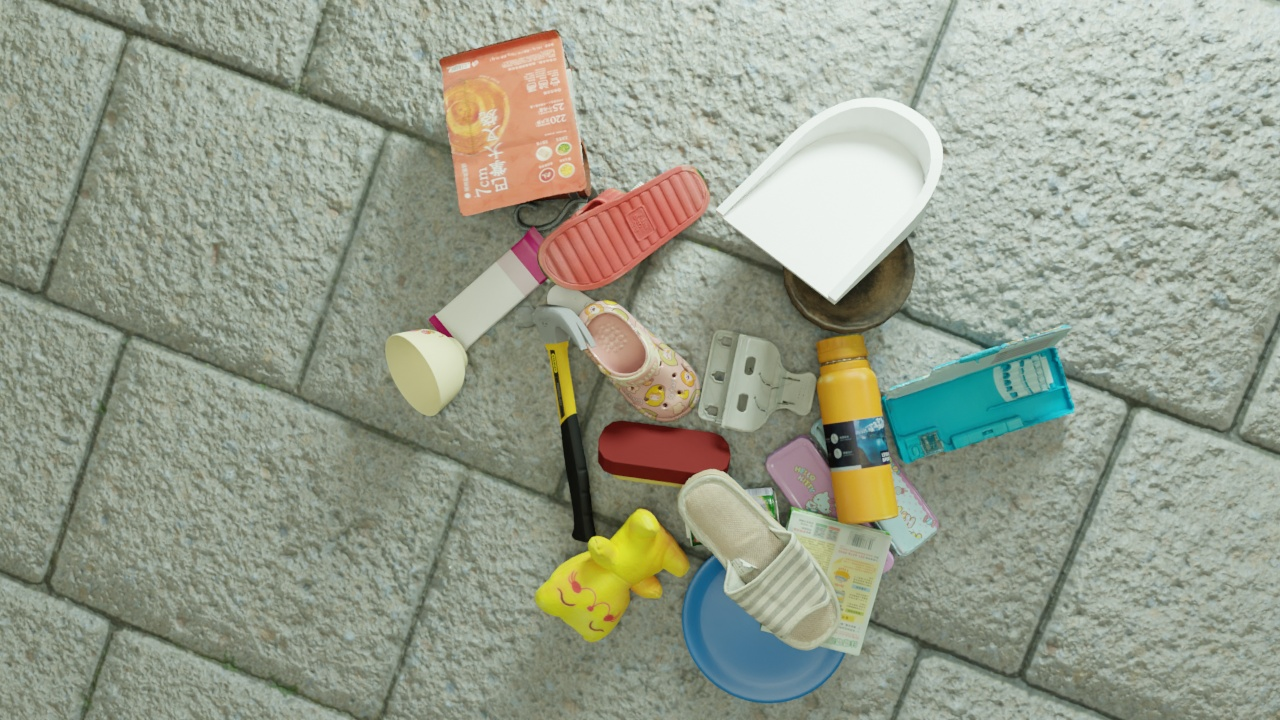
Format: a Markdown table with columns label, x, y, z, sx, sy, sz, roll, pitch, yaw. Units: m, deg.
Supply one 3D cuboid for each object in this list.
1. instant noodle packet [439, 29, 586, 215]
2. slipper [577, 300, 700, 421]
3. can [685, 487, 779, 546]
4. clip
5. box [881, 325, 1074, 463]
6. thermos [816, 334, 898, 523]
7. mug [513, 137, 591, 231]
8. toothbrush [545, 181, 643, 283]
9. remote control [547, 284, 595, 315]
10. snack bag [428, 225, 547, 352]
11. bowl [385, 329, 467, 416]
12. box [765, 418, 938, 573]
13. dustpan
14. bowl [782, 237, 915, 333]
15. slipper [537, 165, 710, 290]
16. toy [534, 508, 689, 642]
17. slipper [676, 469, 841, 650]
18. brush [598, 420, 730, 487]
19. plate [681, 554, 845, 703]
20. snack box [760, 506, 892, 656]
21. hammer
| label | x | y | z | sx | sy | sz | roll | pitch | yaw |
| --- | --- | --- | --- | --- | --- | --- | --- | --- | --- |
| instant noodle packet | -0.159 | -0.291 | 1.156 | 0.164 | 0.084 | 0.220 | -12 | 65 | 4 |
| slipper | -0.007 | 0.007 | 1.195 | 0.197 | 0.081 | 0.093 | 43 | 99 | -8 |
| can | 0.120 | 0.206 | 1.209 | 0.121 | 0.067 | 0.067 | -6 | 92 | 4 |
| clip | 0.155 | 0.033 | 1.194 | 0.152 | 0.105 | 0.126 | 13 | 96 | 14 |
| box | 0.426 | 0.032 | 1.170 | 0.227 | 0.086 | 0.168 | -18 | 126 | 5 |
| thermos | 0.273 | 0.086 | 1.169 | 0.076 | 0.091 | 0.232 | -10 | 84 | 19 |
| mug | -0.125 | -0.230 | 1.211 | 0.111 | 0.081 | 0.117 | -7 | 116 | 8 |
| toothbrush | -0.061 | -0.171 | 1.234 | 0.187 | 0.012 | 0.017 | -43 | 76 | 5 |
| remote control | -0.065 | -0.057 | 1.239 | 0.136 | 0.013 | 0.043 | 33 | 95 | 2 |
| snack bag | -0.195 | -0.091 | 1.242 | 0.197 | 0.016 | 0.070 | -40 | 89 | 10 |
| bowl | -0.274 | 0.005 | 1.223 | 0.073 | 0.118 | 0.118 | -32 | 90 | -37 |
| box | 0.280 | 0.177 | 1.212 | 0.151 | 0.040 | 0.214 | -36 | 90 | 1 |
| dustpan | 0.252 | -0.218 | 1.128 | 0.257 | 0.053 | 0.191 | -41 | 67 | -18 |
| bowl | 0.262 | -0.111 | 1.171 | 0.162 | 0.070 | 0.162 | -1 | 82 | 5 |
| slipper | -0.024 | -0.174 | 1.200 | 0.248 | 0.059 | 0.103 | -31 | 112 | -12 |
| toy | -0.040 | 0.275 | 1.214 | 0.194 | 0.087 | 0.134 | -43 | 119 | 7 |
| slipper | 0.150 | 0.253 | 1.156 | 0.114 | 0.054 | 0.272 | -38 | 94 | 5 |
| brush | 0.030 | 0.129 | 1.209 | 0.173 | 0.082 | 0.042 | 7 | 127 | 4 |
| plate | 0.169 | 0.346 | 1.232 | 0.224 | 0.024 | 0.224 | 0 | 93 | 5 |
| snack box | 0.240 | 0.287 | 1.193 | 0.132 | 0.027 | 0.168 | 14 | 97 | 4 |
| hammer | -0.095 | 0.085 | 1.218 | 0.127 | 0.029 | 0.323 | -1 | 101 | 45 |
